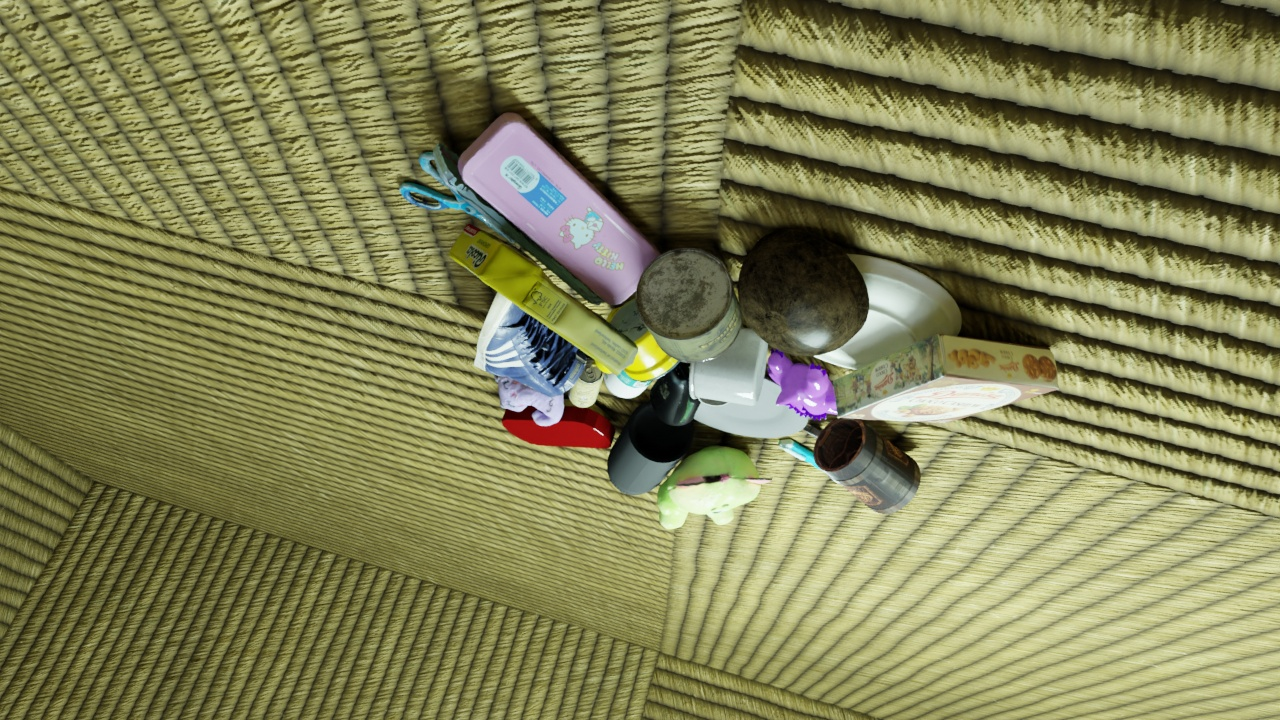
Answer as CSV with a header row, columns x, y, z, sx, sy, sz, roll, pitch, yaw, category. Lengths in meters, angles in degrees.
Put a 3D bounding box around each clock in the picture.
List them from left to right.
x,y,z,sx,sy,sz,roll,pitch,yaw,category
-0.005,-0.022,0.974,0.119,0.083,0.057,-8,139,38,clock

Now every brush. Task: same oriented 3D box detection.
x,y,z,sx,sy,sz,roll,pitch,yaw,category
-0.115,0.087,1.305,0.174,0.041,0.082,-1,148,34,brush

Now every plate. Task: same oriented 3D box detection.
x,y,z,sx,sy,sz,roll,pitch,yaw,category
0.116,0.048,1.113,0.178,0.012,0.179,15,154,7,plate
0.206,-0.033,0.870,0.182,0.034,0.183,15,154,7,plate

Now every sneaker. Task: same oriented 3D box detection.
x,y,z,sx,sy,sz,roll,pitch,yaw,category
-0.114,-0.020,1.036,0.118,0.091,0.234,26,154,-6,sneaker

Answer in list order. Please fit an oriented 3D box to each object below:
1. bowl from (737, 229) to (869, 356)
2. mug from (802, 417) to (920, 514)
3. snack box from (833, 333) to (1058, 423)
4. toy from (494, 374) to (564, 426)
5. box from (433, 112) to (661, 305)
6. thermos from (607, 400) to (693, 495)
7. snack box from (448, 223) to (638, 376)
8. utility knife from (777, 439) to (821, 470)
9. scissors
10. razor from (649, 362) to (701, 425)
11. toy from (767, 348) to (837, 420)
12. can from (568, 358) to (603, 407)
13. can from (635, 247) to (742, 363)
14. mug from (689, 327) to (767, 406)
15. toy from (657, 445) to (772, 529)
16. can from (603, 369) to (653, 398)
x,y,z,sx,sy,sz,roll,pitch,yaw,category
0.133,-0.049,0.809,0.121,0.056,0.121,26,141,24,bowl
0.259,0.119,1.103,0.107,0.080,0.116,35,176,-30,mug
0.284,0.022,0.865,0.143,0.041,0.147,5,161,-27,snack box
-0.151,0.050,1.242,0.100,0.036,0.080,4,115,21,toy
-0.082,-0.143,0.849,0.090,0.091,0.214,-42,128,12,box
0.005,0.128,1.258,0.086,0.086,0.199,20,154,-4,thermos
-0.089,-0.059,0.879,0.181,0.045,0.121,36,179,-28,snack box
0.251,0.146,1.215,0.167,0.015,0.022,31,152,-21,utility knife
-0.180,-0.153,0.912,0.118,0.013,0.140,-9,145,42,scissors
0.045,0.033,1.037,0.067,0.054,0.152,-25,164,-11,razor
0.179,0.034,0.994,0.106,0.056,0.088,26,177,44,toy
-0.069,0.029,1.166,0.038,0.038,0.080,19,154,-1,can
0.047,-0.050,0.862,0.090,0.089,0.074,10,165,16,can
0.093,0.013,0.972,0.070,0.084,0.113,9,141,14,mug
0.093,0.171,1.270,0.150,0.107,0.197,-3,152,-17,toy
-0.006,0.006,1.062,0.055,0.054,0.102,23,154,-10,can
